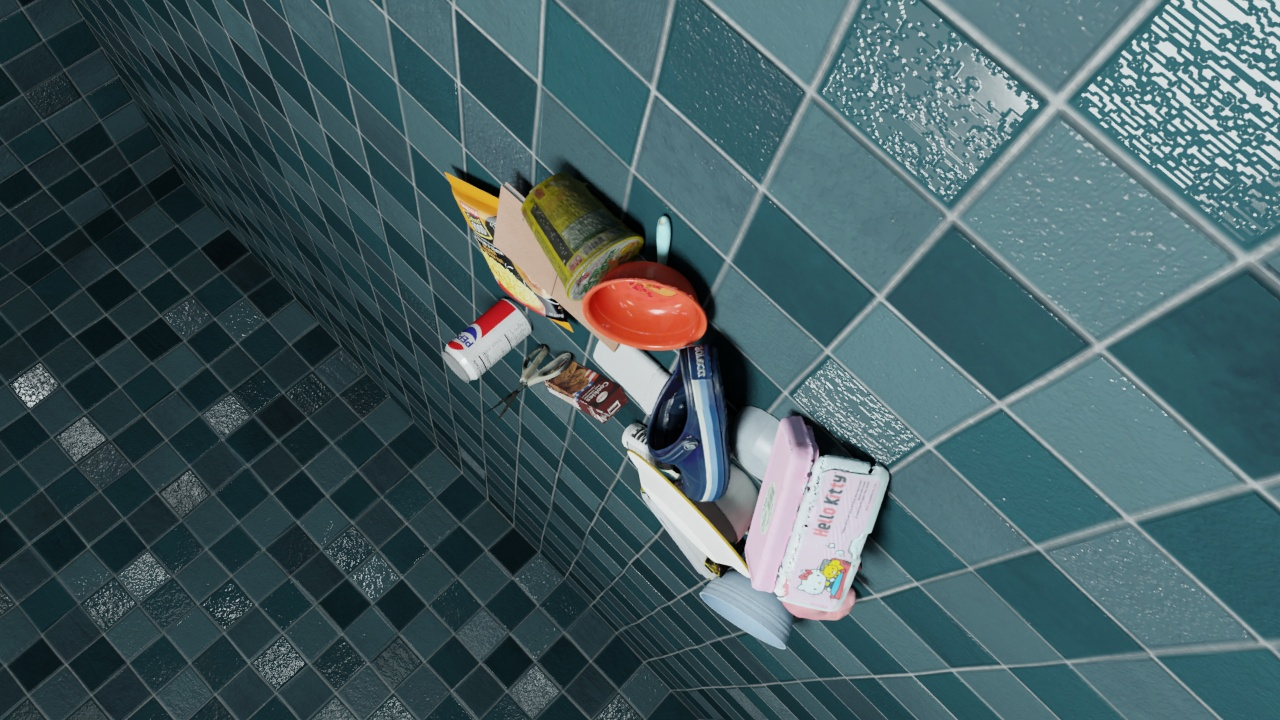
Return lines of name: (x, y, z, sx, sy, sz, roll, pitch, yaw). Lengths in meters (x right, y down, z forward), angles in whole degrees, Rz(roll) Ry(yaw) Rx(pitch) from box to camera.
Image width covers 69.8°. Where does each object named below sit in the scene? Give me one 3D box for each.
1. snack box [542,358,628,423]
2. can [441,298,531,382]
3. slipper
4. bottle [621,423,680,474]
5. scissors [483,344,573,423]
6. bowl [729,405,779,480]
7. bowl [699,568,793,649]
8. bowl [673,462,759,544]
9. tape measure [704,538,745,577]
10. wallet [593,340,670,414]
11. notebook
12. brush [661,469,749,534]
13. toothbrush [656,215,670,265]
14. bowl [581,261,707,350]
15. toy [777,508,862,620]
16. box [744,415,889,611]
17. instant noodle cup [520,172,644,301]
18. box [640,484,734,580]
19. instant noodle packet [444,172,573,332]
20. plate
snack box: (-0.084, 0.042, 1.364, 0.141, 0.051, 0.032, 26, 151, 46)
can: (-0.236, -0.031, 1.415, 0.070, 0.132, 0.070, 40, 159, 19)
slipper: (0.052, 0.069, 1.029, 0.253, 0.095, 0.105, 84, 178, -53)
bottle: (0.024, 0.130, 1.324, 0.116, 0.041, 0.041, 29, 153, 42)
scissors: (-0.169, 0.028, 1.394, 0.169, 0.157, 0.012, -23, 121, 21)
bowl: (0.140, 0.104, 1.043, 0.106, 0.039, 0.106, 40, 159, 19)
bowl: (0.173, 0.365, 1.394, 0.150, 0.074, 0.151, 31, 161, 12)
bowl: (0.106, 0.179, 1.212, 0.116, 0.065, 0.116, 41, 159, 19)
tape measure: (0.126, 0.291, 1.389, 0.038, 0.067, 0.063, 45, 169, 3)
wallet: (-0.007, 0.007, 1.180, 0.116, 0.032, 0.086, 46, 149, 10)
notebook: (-0.094, -0.107, 1.101, 0.209, 0.008, 0.142, 42, 155, 6)
brush: (0.078, 0.190, 1.372, 0.218, 0.012, 0.033, 38, 158, 22)
toothbrush: (0.021, -0.093, 0.953, 0.016, 0.016, 0.181, 35, 156, 16)
bowl: (0.007, -0.062, 0.945, 0.130, 0.045, 0.131, 8, 151, 5)
toy: (0.201, 0.243, 1.111, 0.142, 0.084, 0.213, 45, 161, 28)
box: (0.184, 0.165, 0.974, 0.100, 0.103, 0.202, -92, 10, -59)
instant noodle cup: (-0.067, -0.132, 0.955, 0.108, 0.102, 0.102, 52, 162, 13)
box: (0.081, 0.258, 1.469, 0.084, 0.079, 0.210, -21, 121, 25)
instant noodle packet: (-0.175, -0.143, 1.229, 0.160, 0.032, 0.221, 30, 154, 38)
plate: (0.058, 0.207, 1.208, 0.230, 0.021, 0.230, 45, 170, 9)
